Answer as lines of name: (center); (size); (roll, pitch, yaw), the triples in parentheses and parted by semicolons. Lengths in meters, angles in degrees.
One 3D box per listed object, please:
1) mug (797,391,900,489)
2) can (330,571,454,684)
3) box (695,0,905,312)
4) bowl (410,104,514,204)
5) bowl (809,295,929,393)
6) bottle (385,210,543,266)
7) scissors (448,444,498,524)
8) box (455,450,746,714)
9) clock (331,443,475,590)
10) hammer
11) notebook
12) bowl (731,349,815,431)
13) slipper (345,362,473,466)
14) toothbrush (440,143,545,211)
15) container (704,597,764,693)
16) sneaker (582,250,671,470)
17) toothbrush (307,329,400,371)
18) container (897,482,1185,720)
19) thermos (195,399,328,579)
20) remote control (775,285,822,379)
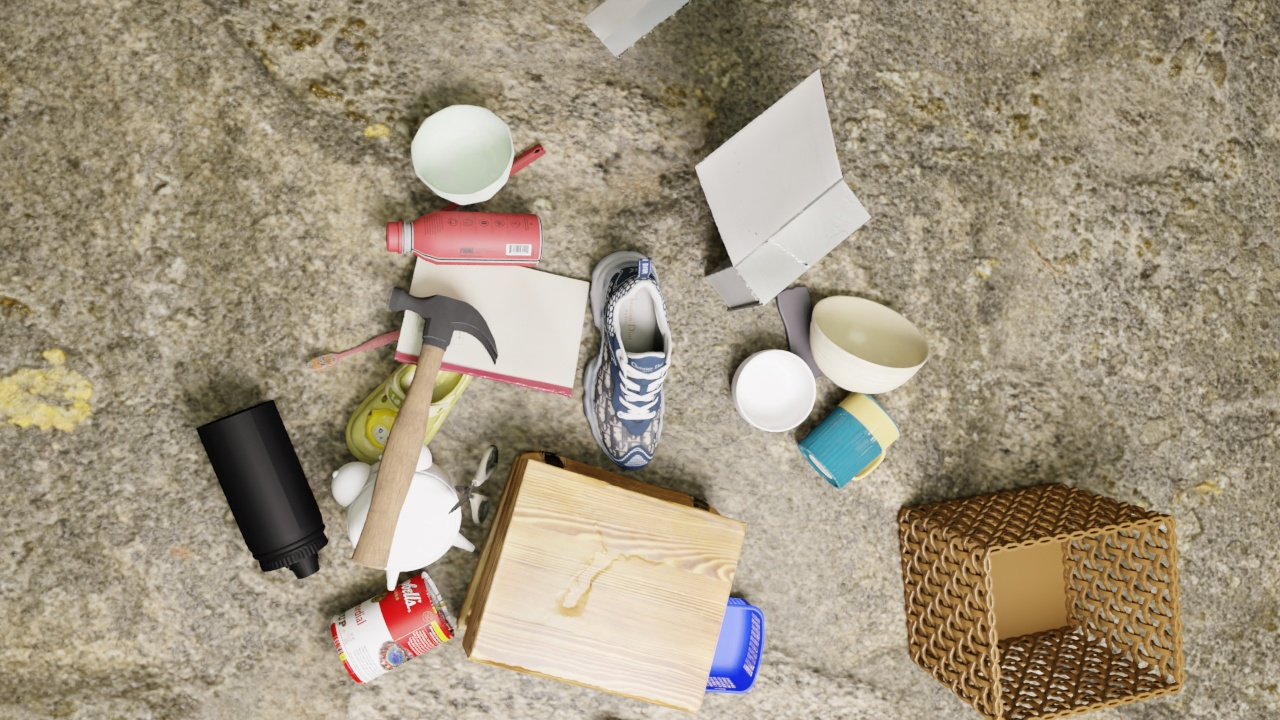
mug: (0.275, 0.112, 1.188); (0.107, 0.083, 0.113); (-43, 128, -5)
can: (-0.290, 0.314, 1.079); (0.116, 0.087, 0.086); (-26, 98, -9)
box: (0.155, -0.177, 0.958); (0.166, 0.479, 0.119); (-40, 74, -7)
bowl: (-0.201, -0.231, 1.064); (0.117, 0.061, 0.117); (0, 74, 1)
bowl: (0.278, -0.009, 1.156); (0.150, 0.150, 0.075); (7, 127, -12)
bottle: (-0.205, -0.142, 1.069); (0.176, 0.062, 0.062); (-1, 94, -17)
scissors: (-0.192, 0.156, 1.062); (0.012, 0.162, 0.155); (10, 127, 5)
box: (-0.048, 0.254, 1.097); (0.279, 0.168, 0.245); (18, 83, -12)
clock: (-0.275, 0.171, 1.058); (0.125, 0.073, 0.161); (-25, 115, -9)
hammer: (-0.247, 0.075, 1.003); (0.132, 0.040, 0.304); (15, 71, -9)
notebook: (-0.172, -0.048, 1.088); (0.208, 0.012, 0.152); (13, 70, -13)
bowl: (0.165, 0.037, 1.169); (0.105, 0.054, 0.105); (0, 92, -11)
slipper: (-0.262, 0.048, 1.072); (0.091, 0.082, 0.190); (41, 83, -14)
toothbrush: (-0.195, -0.204, 1.098); (0.189, 0.016, 0.016); (-35, 99, -7)
container: (0.103, 0.360, 1.176); (0.096, 0.058, 0.114); (8, 92, -12)
sneaker: (-0.006, 0.006, 1.090); (0.103, 0.132, 0.269); (-2, 99, -13)
toothbrush: (-0.305, -0.025, 1.090); (0.184, 0.016, 0.015); (-21, 91, -11)
container: (0.499, 0.297, 1.171); (0.251, 0.214, 0.219); (-7, 95, -11)
thermos: (-0.421, 0.152, 1.042); (0.086, 0.086, 0.198); (-21, 98, -9)
remote control: (0.209, -0.034, 1.194); (0.046, 0.009, 0.124); (-15, 97, -10)
